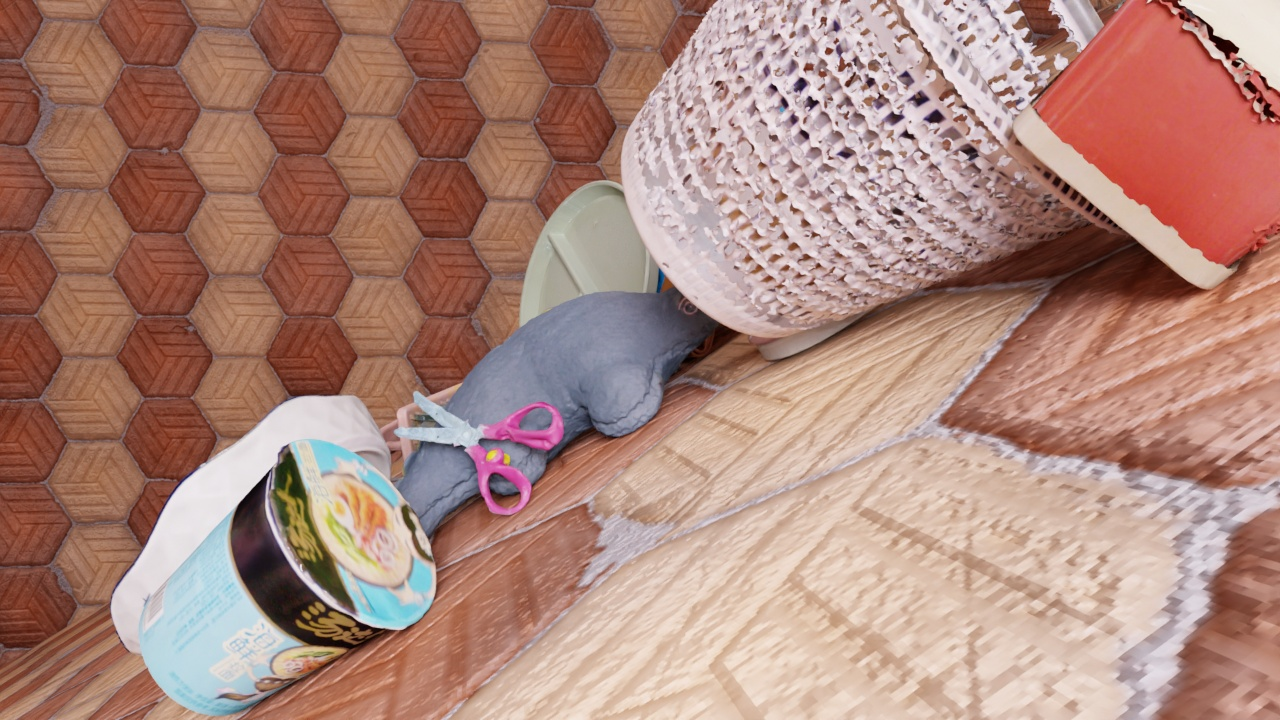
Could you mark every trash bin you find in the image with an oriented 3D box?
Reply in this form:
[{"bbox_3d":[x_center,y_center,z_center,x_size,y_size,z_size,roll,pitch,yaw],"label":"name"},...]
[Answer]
[{"bbox_3d":[0.102,-0.116,0.450,0.193,0.227,0.226,-34,3,42],"label":"trash bin"}]

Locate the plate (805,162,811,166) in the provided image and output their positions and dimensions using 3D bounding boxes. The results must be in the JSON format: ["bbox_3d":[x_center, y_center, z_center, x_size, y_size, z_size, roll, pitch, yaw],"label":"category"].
[{"bbox_3d":[0.117,-0.159,1.052,0.229,0.028,0.230,-31,-27,-18],"label":"plate"}]

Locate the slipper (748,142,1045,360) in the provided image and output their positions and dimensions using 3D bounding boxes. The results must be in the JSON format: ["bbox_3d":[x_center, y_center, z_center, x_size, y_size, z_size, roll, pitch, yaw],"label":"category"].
[{"bbox_3d":[0.179,-0.091,0.589,0.274,0.054,0.114,-34,7,-8],"label":"slipper"}]

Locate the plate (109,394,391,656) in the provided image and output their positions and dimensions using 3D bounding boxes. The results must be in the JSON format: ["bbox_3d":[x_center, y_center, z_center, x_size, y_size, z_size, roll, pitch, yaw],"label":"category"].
[{"bbox_3d":[-0.239,0.116,0.602,0.204,0.045,0.205,-53,-13,-18],"label":"plate"}]

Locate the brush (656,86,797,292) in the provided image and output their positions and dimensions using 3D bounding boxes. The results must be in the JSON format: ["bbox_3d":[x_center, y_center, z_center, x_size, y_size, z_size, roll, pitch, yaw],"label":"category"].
[{"bbox_3d":[0.063,-0.140,0.928,0.109,0.060,0.315,-11,-47,-56],"label":"brush"}]

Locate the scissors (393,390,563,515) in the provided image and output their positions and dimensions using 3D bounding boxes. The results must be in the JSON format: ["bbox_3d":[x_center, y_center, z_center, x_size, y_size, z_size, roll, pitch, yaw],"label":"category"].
[{"bbox_3d":[-0.108,0.043,0.611,0.093,0.137,0.017,-54,-34,-7],"label":"scissors"}]

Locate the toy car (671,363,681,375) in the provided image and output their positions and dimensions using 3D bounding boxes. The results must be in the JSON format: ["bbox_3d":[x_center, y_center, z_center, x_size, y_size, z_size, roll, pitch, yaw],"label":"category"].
[{"bbox_3d":[-0.004,0.004,0.763,0.034,0.043,0.091,2,-16,-45],"label":"toy car"}]

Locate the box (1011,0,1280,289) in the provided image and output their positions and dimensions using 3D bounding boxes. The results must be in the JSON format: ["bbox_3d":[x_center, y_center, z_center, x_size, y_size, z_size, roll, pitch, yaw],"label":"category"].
[{"bbox_3d":[0.209,-0.102,0.327,0.167,0.091,0.077,-38,-12,-47],"label":"box"}]

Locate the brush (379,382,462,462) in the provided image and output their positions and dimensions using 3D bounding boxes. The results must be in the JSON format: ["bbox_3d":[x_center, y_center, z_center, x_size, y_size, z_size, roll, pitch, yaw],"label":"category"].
[{"bbox_3d":[-0.156,0.052,0.766,0.073,0.063,0.145,-2,13,21],"label":"brush"}]

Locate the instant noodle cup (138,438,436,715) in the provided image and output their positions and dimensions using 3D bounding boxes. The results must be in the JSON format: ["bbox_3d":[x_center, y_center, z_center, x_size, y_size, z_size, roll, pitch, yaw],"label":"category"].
[{"bbox_3d":[-0.186,0.120,0.475,0.121,0.111,0.111,-38,5,13],"label":"instant noodle cup"}]

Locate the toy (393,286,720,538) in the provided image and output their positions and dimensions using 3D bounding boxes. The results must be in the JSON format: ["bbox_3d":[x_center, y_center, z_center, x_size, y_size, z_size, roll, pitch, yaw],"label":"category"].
[{"bbox_3d":[-0.059,0.021,0.660,0.356,0.091,0.137,-35,24,5],"label":"toy"}]

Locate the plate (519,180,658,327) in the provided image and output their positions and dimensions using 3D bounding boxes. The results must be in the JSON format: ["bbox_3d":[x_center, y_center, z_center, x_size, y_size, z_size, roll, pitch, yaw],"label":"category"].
[{"bbox_3d":[-0.056,-0.070,0.943,0.027,0.230,0.231,12,-24,-38],"label":"plate"}]

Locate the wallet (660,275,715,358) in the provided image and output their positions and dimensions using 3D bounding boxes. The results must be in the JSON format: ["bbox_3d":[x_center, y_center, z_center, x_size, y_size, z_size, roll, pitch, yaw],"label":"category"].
[{"bbox_3d":[0.041,-0.052,0.803,0.132,0.031,0.107,176,110,-74],"label":"wallet"}]

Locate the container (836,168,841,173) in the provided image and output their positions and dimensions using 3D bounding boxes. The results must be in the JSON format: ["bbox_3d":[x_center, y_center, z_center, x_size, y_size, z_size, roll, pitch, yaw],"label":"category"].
[{"bbox_3d":[0.165,-0.146,0.945,0.089,0.090,0.112,-33,10,-17],"label":"container"}]

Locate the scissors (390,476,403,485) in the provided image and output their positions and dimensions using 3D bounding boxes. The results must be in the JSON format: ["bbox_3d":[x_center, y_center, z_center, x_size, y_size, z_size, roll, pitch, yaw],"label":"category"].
[{"bbox_3d":[-0.170,0.095,0.784,0.176,0.012,0.162,-8,8,38],"label":"scissors"}]
